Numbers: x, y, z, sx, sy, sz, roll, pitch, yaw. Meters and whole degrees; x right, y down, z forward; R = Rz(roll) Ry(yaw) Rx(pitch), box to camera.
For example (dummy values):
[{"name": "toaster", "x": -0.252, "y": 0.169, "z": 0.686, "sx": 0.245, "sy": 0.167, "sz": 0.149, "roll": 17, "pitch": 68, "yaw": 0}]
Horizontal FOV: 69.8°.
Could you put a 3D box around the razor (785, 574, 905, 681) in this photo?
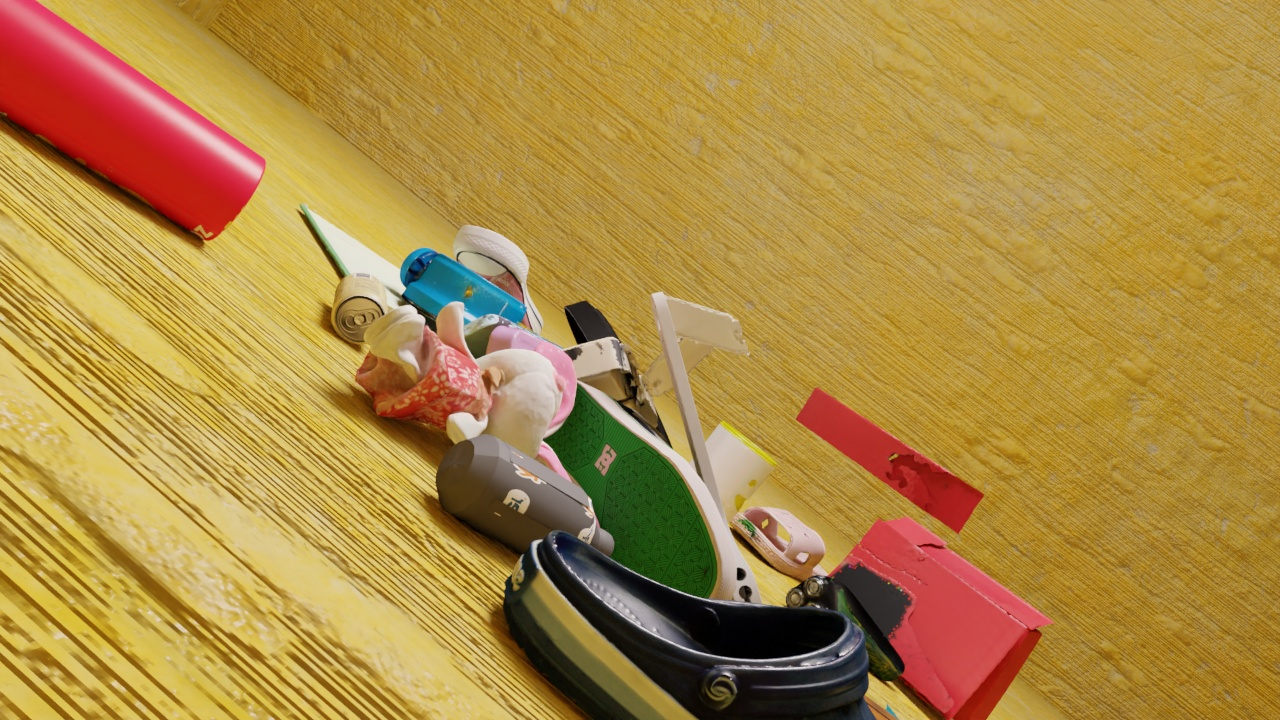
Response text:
[{"name": "razor", "x": 0.214, "y": 0.281, "z": 0.947, "sx": 0.151, "sy": 0.054, "sz": 0.067, "roll": 46, "pitch": 30, "yaw": -7}]

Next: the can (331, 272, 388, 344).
[{"name": "can", "x": -0.203, "y": -0.039, "z": 0.666, "sx": 0.038, "sy": 0.038, "sz": 0.079, "roll": 38, "pitch": 2, "yaw": -22}]

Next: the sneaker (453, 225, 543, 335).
[{"name": "sneaker", "x": -0.176, "y": -0.066, "z": 1.093, "sx": 0.118, "sy": 0.087, "sz": 0.241, "roll": 16, "pitch": -25, "yaw": 16}]

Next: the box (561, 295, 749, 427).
[{"name": "box", "x": -0.004, "y": 0.004, "z": 0.777, "sx": 0.143, "sy": 0.191, "sz": 0.068, "roll": 64, "pitch": 11, "yaw": -64}]

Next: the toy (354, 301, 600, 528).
[{"name": "toy", "x": -0.097, "y": 0.024, "z": 0.581, "sx": 0.194, "sy": 0.084, "sz": 0.159, "roll": 37, "pitch": 30, "yaw": -43}]

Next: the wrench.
[{"name": "wrench", "x": 0.045, "y": 0.076, "z": 0.648, "sx": 0.087, "sy": 0.018, "sz": 0.273, "roll": 93, "pitch": -18, "yaw": -77}]

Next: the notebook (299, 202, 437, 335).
[{"name": "notebook", "x": -0.256, "y": -0.076, "z": 0.954, "sx": 0.182, "sy": 0.010, "sz": 0.252, "roll": 36, "pitch": 3, "yaw": -38}]

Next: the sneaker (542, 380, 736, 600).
[{"name": "sneaker", "x": 0.009, "y": 0.093, "z": 0.639, "sx": 0.079, "sy": 0.084, "sz": 0.235, "roll": 25, "pitch": 14, "yaw": -38}]

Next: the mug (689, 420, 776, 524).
[{"name": "mug", "x": 0.095, "y": 0.136, "z": 1.076, "sx": 0.082, "sy": 0.106, "sz": 0.082, "roll": 38, "pitch": 3, "yaw": -2}]

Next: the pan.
[{"name": "pan", "x": 0.003, "y": 0.070, "z": 0.926, "sx": 0.356, "sy": 0.034, "sz": 0.225, "roll": 54, "pitch": -11, "yaw": 54}]

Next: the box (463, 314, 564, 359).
[{"name": "box", "x": -0.104, "y": 0.010, "z": 0.840, "sx": 0.096, "sy": 0.077, "sz": 0.214, "roll": 38, "pitch": 2, "yaw": 19}]

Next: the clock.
[{"name": "clock", "x": -0.178, "y": -0.060, "z": 0.901, "sx": 0.116, "sy": 0.060, "sz": 0.161, "roll": 33, "pitch": -1, "yaw": -43}]

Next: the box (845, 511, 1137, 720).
[{"name": "box", "x": 0.418, "y": 0.303, "z": 1.128, "sx": 0.324, "sy": 0.153, "sz": 0.214, "roll": 2, "pitch": 23, "yaw": -40}]

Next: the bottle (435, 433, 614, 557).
[{"name": "bottle", "x": -0.058, "y": 0.080, "z": 0.492, "sx": 0.112, "sy": 0.047, "sz": 0.047, "roll": 37, "pitch": 3, "yaw": -34}]

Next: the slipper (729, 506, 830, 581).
[{"name": "slipper", "x": 0.196, "y": 0.238, "z": 1.210, "sx": 0.094, "sy": 0.064, "sz": 0.239, "roll": 40, "pitch": 1, "yaw": 41}]

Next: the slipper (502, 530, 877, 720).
[{"name": "slipper", "x": 0.058, "y": 0.149, "z": 0.403, "sx": 0.253, "sy": 0.095, "sz": 0.105, "roll": 35, "pitch": 0, "yaw": -4}]

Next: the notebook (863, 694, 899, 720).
[{"name": "notebook", "x": 0.199, "y": 0.296, "z": 0.675, "sx": 0.249, "sy": 0.014, "sz": 0.178, "roll": 38, "pitch": 2, "yaw": -9}]

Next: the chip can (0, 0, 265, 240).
[{"name": "chip can", "x": -0.339, "y": -0.160, "z": 0.545, "sx": 0.220, "sy": 0.069, "sz": 0.069, "roll": 37, "pitch": 3, "yaw": -37}]
